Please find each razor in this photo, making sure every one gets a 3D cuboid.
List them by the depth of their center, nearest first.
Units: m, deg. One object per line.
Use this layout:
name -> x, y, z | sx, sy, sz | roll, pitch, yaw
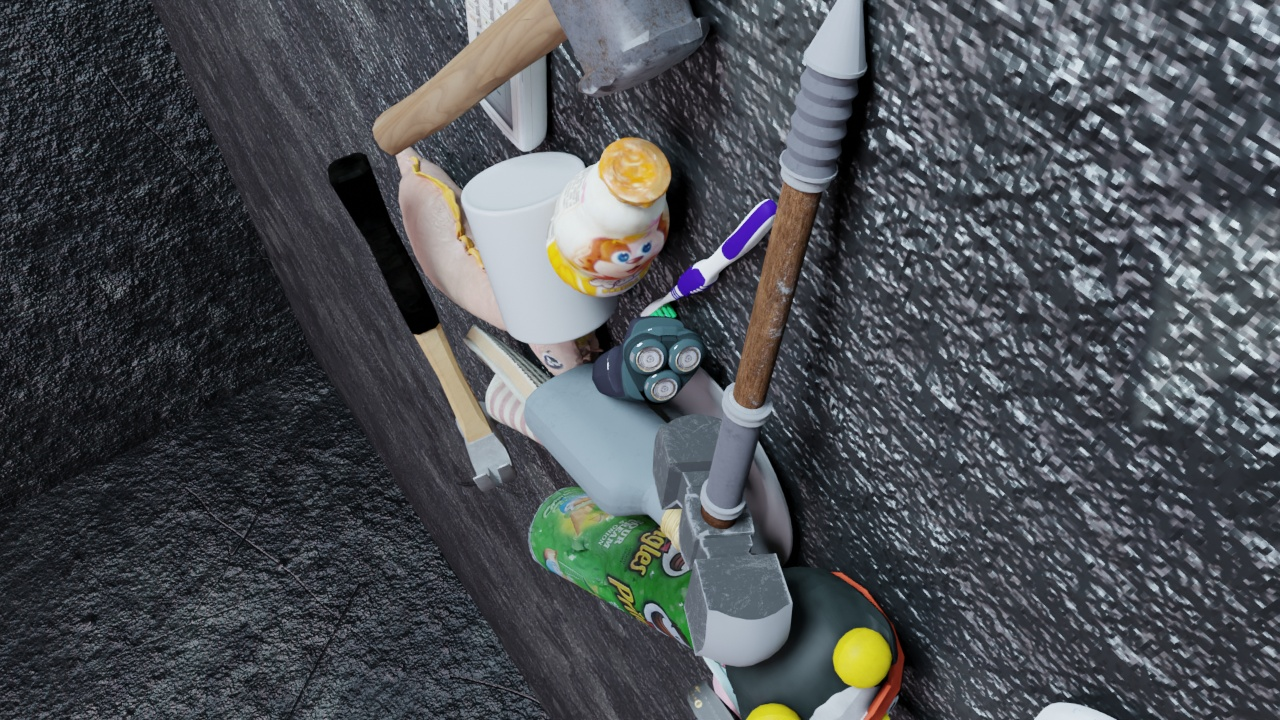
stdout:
razor -> -0.003, 0.003, 0.570 | 0.143, 0.047, 0.052 | 164, 105, -73

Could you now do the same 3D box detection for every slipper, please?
slipper -> -0.086, 0.045, 0.790 | 0.115, 0.052, 0.263 | 38, 180, -40

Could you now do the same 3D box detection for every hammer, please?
hammer -> 0.055, -0.008, 0.411 | 0.155, 0.043, 0.323 | -104, 17, -47
hammer -> -0.084, -0.159, 0.496 | 0.329, 0.052, 0.098 | -6, 113, 57
hammer -> -0.177, -0.020, 0.777 | 0.131, 0.039, 0.328 | -123, 12, -52

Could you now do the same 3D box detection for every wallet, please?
wallet -> 0.069, 0.272, 0.654 | 0.072, 0.019, 0.123 | 50, 173, 33

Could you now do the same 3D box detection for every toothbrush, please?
toothbrush -> 0.033, -0.046, 0.497 | 0.016, 0.015, 0.187 | 58, 158, 2

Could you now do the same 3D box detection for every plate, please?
plate -> 0.044, 0.061, 0.615 | 0.178, 0.012, 0.179 | 48, 156, 29

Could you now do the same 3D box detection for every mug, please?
mug -> -0.064, -0.081, 0.600 | 0.111, 0.078, 0.097 | -101, -3, -54

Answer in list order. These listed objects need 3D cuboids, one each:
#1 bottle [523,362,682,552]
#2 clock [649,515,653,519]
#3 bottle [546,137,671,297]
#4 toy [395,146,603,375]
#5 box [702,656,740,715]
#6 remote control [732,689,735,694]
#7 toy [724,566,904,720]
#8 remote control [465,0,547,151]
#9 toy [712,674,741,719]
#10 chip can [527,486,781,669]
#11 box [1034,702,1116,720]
bottle -> -0.009, 0.066, 0.620 | 0.161, 0.072, 0.046 | 42, 148, 39
clock -> 0.022, 0.152, 0.746 | 0.094, 0.042, 0.120 | 53, 158, 13
bottle -> -0.014, -0.077, 0.492 | 0.063, 0.063, 0.109 | 57, 160, 7
toy -> -0.126, -0.082, 0.742 | 0.264, 0.065, 0.196 | 32, 151, 48
box -> 0.123, 0.246, 0.637 | 0.096, 0.085, 0.199 | -42, 79, 38
remote control -> 0.126, 0.222, 0.561 | 0.150, 0.034, 0.013 | 12, 98, 43
toy -> 0.103, 0.170, 0.519 | 0.119, 0.097, 0.099 | 38, -167, -41
remote control -> -0.079, -0.190, 0.543 | 0.060, 0.025, 0.139 | 51, 157, 22
toy -> 0.095, 0.289, 0.748 | 0.102, 0.050, 0.093 | 44, 151, 28
chip can -> 0.004, 0.146, 0.650 | 0.224, 0.075, 0.075 | 10, 128, 52
box -> 0.166, 0.236, 0.380 | 0.118, 0.159, 0.084 | 56, 167, -20
